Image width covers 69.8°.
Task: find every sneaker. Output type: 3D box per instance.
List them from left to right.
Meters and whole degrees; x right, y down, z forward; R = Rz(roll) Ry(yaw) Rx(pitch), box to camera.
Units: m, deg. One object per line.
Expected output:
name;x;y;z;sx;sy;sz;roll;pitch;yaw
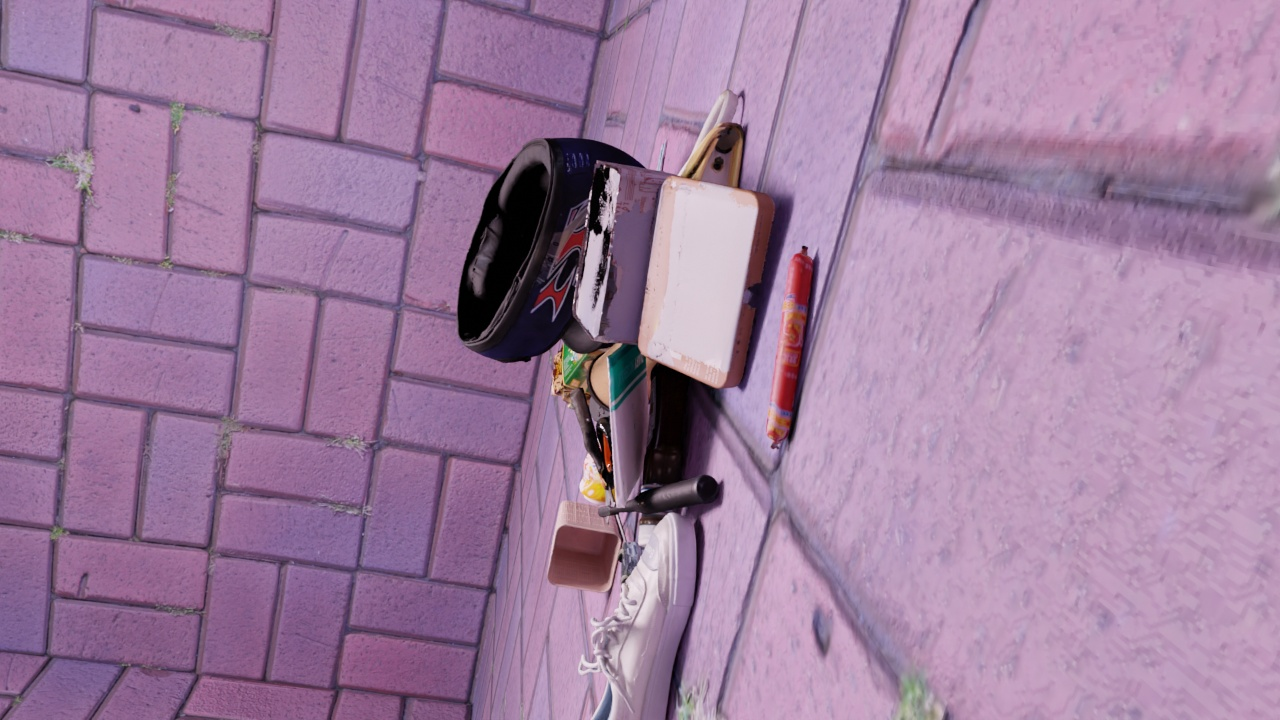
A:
sneaker;-0.009;0.260;0.877;0.089;0.090;0.242;-160;82;-79

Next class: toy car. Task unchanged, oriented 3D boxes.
toy car;-0.008;0.260;1.026;0.054;0.037;0.121;-103;15;-64

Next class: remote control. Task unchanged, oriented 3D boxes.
remote control;-0.024;0.043;1.271;0.137;0.024;0.053;-37;60;41

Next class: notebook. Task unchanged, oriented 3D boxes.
notebook;-0.011;0.054;0.975;0.209;0.012;0.150;-48;-45;-78

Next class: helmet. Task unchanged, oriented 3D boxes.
helmet;-0.082;-0.128;1.214;0.248;0.240;0.315;11;81;57

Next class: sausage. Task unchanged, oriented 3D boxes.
sausage;0.112;-0.010;0.685;0.020;0.020;0.155;157;123;-78

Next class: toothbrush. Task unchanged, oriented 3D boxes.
toothbrush;0.010;0.141;0.912;0.213;0.027;0.026;-27;66;58

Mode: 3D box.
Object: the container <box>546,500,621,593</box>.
container;-0.079;0.254;1.281;0.111;0.090;0.090;-108;30;-77

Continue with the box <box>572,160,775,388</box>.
box;0.021;-0.093;0.892;0.259;0.110;0.179;-133;50;-67

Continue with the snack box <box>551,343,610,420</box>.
snack box;-0.065;0.008;1.424;0.106;0.117;0.118;-56;25;38

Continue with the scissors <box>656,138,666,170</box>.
scissors;0.028;-0.289;1.443;0.073;0.017;0.137;177;107;-80

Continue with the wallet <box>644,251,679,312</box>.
wallet;0.019;-0.094;1.052;0.115;0.024;0.087;-8;104;60

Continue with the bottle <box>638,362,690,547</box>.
bottle;0.024;0.102;0.983;0.080;0.044;0.194;109;168;-72

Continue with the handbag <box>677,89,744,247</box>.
handbag;0.066;-0.213;1.038;0.164;0.063;0.178;142;141;-73

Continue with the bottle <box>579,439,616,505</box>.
bottle;-0.046;0.142;1.267;0.063;0.063;0.108;-126;48;-76

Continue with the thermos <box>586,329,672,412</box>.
thermos;-0.007;0.007;1.147;0.144;0.093;0.092;130;150;-54

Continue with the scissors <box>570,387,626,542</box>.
scissors;-0.050;0.133;1.161;0.235;0.021;0.220;98;153;-58
